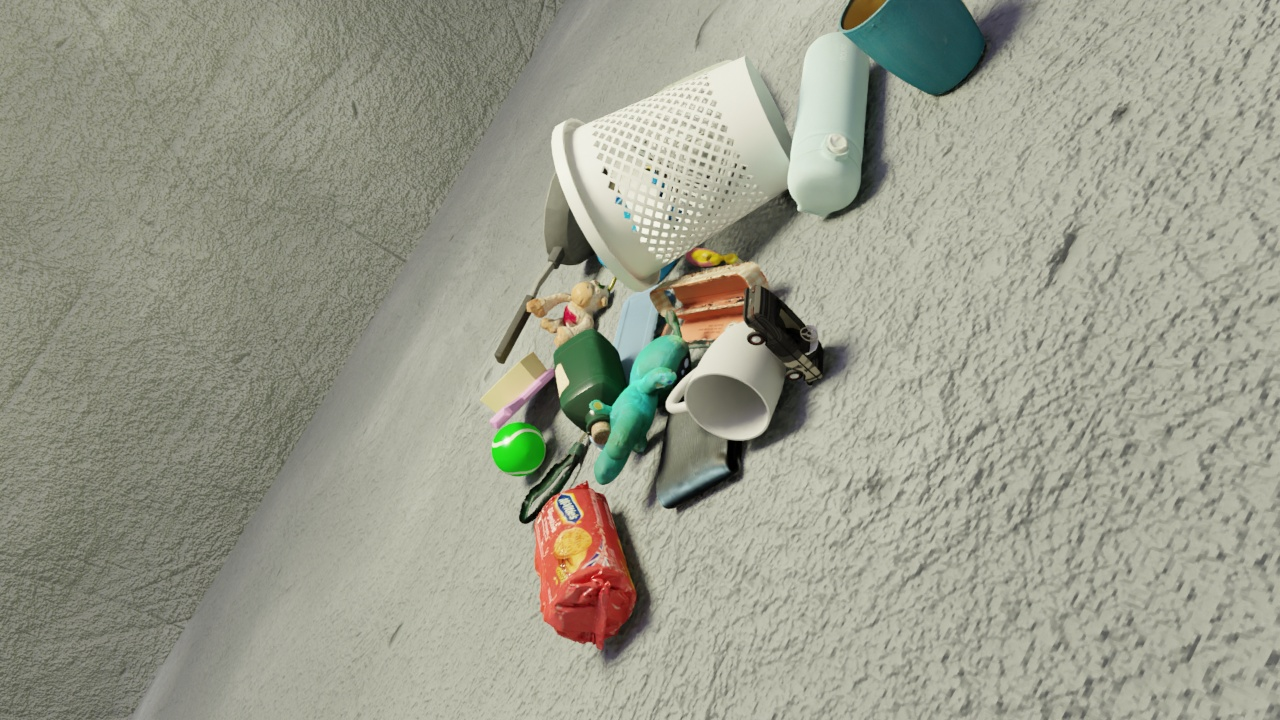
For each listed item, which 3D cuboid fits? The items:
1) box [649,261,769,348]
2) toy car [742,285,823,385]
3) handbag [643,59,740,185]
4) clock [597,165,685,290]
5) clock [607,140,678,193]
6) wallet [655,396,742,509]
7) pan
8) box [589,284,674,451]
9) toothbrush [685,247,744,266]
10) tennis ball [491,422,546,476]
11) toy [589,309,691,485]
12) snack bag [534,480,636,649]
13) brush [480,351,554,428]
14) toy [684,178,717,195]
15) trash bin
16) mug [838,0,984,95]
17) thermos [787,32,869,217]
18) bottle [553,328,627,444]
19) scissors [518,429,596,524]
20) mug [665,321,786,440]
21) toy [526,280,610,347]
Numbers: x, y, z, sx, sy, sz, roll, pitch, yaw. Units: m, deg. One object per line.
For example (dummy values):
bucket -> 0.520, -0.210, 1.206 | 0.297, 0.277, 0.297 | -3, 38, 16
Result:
box -> 0.067, -0.050, 0.908 | 0.048, 0.085, 0.187 | -26, 8, -25
toy car -> 0.114, -0.021, 0.716 | 0.037, 0.092, 0.040 | -26, 38, 34
handbag -> 0.074, -0.285, 1.117 | 0.139, 0.072, 0.194 | -22, 33, 11
clock -> -0.001, -0.165, 1.126 | 0.117, 0.060, 0.161 | -31, 49, 43
clock -> 0.005, -0.247, 1.233 | 0.158, 0.073, 0.121 | -50, 24, 15
wallet -> 0.054, 0.067, 0.807 | 0.089, 0.026, 0.114 | -36, 32, 39
pan -> -0.112, -0.145, 1.257 | 0.179, 0.041, 0.356 | 77, -147, -59
box -> -0.004, 0.007, 1.002 | 0.066, 0.037, 0.209 | -19, 45, 38
toothbrush -> 0.079, -0.111, 0.994 | 0.021, 0.016, 0.135 | -61, 21, -2
tennis ball -> -0.146, 0.107, 1.102 | 0.066, 0.065, 0.065 | -44, 27, 29
toy -> 0.001, 0.031, 0.874 | 0.192, 0.072, 0.131 | -60, -3, -43
snack bag -> -0.055, 0.179, 0.820 | 0.082, 0.082, 0.176 | -53, 23, 12
brush -> -0.160, 0.041, 1.134 | 0.089, 0.043, 0.228 | -44, 3, 7
toy -> 0.072, -0.230, 1.132 | 0.049, 0.030, 0.111 | -20, 32, 12
trash bin -> 0.047, -0.200, 0.938 | 0.200, 0.195, 0.195 | -24, 35, 20
mug -> 0.233, -0.289, 0.793 | 0.084, 0.104, 0.112 | -51, 22, 17
thermos -> 0.180, -0.226, 0.869 | 0.078, 0.065, 0.206 | 107, 177, -53
bottle -> -0.047, 0.034, 0.938 | 0.061, 0.061, 0.131 | -33, 38, 15
scissors -> -0.085, 0.089, 1.058 | 0.202, 0.015, 0.201 | -51, 26, 3
mug -> 0.071, 0.013, 0.767 | 0.107, 0.071, 0.089 | -16, 30, 38
toy -> -0.080, -0.063, 1.194 | 0.106, 0.074, 0.085 | -38, 55, -5
